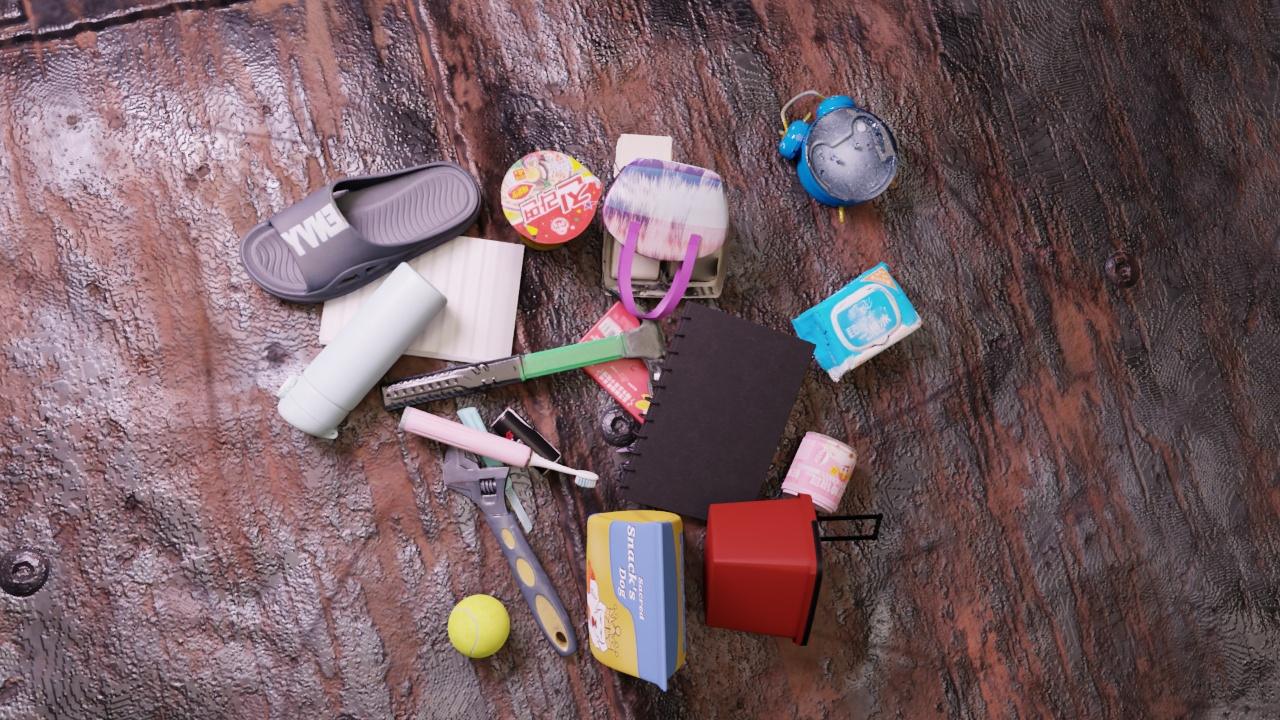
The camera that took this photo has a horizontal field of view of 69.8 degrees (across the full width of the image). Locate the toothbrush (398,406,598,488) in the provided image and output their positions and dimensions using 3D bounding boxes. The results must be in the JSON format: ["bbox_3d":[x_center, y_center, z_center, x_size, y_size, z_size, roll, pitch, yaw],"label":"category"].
[{"bbox_3d":[-0.152,0.097,0.998,0.222,0.027,0.027,19,108,-5],"label":"toothbrush"}]

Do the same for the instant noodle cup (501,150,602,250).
[{"bbox_3d":[-0.106,-0.166,1.016,0.100,0.112,0.100,1,84,-10],"label":"instant noodle cup"}]

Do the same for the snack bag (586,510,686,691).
[{"bbox_3d":[0.003,0.238,0.947,0.102,0.205,0.159,-1,84,-10],"label":"snack bag"}]

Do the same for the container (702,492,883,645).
[{"bbox_3d":[0.173,0.224,1.002,0.201,0.126,0.148,2,127,0],"label":"container"}]

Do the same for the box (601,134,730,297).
[{"bbox_3d":[0.027,-0.165,1.063,0.145,0.101,0.187,2,104,-11],"label":"box"}]

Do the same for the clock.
[{"bbox_3d":[0.237,-0.257,1.112,0.116,0.060,0.161,-34,89,-10],"label":"clock"}]

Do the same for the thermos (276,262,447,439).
[{"bbox_3d":[-0.298,-0.009,0.981,0.078,0.065,0.207,43,87,-24],"label":"thermos"}]

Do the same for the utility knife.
[{"bbox_3d":[-0.161,0.123,1.028,0.022,0.015,0.158,-28,90,11],"label":"utility knife"}]

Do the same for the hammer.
[{"bbox_3d":[-0.129,0.006,1.021,0.318,0.032,0.130,-13,91,-5],"label":"hammer"}]

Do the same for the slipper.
[{"bbox_3d":[-0.297,-0.145,0.990,0.267,0.083,0.110,-24,90,-13],"label":"slipper"}]

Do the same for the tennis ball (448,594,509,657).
[{"bbox_3d":[-0.173,0.285,0.984,0.065,0.065,0.065,1,84,-10],"label":"tennis ball"}]

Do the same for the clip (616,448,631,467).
[{"bbox_3d":[-0.002,0.106,1.058,0.052,0.013,0.036,-16,88,-13],"label":"clip"}]

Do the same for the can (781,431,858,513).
[{"bbox_3d":[0.208,0.131,1.063,0.067,0.067,0.076,27,80,-6],"label":"can"}]

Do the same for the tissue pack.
[{"bbox_3d":[0.260,-0.045,1.092,0.144,0.062,0.093,-33,91,-11],"label":"tissue pack"}]

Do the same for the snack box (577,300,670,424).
[{"bbox_3d":[-0.006,0.006,1.062,0.133,0.021,0.089,44,80,-3],"label":"snack box"}]

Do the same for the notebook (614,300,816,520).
[{"bbox_3d":[0.082,0.065,1.028,0.169,0.019,0.231,17,99,-18],"label":"notebook"}]

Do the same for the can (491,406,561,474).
[{"bbox_3d":[-0.128,0.090,1.028,0.080,0.031,0.031,44,79,-3],"label":"can"}]

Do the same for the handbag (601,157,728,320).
[{"bbox_3d":[0.020,-0.128,0.987,0.144,0.068,0.170,10,101,-12],"label":"handbag"}]

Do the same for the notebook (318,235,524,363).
[{"bbox_3d":[-0.245,-0.075,1.037,0.209,0.009,0.142,7,83,-9],"label":"notebook"}]

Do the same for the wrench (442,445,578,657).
[{"bbox_3d":[-0.140,0.205,1.015,0.073,0.022,0.273,-27,91,4],"label":"wrench"}]
